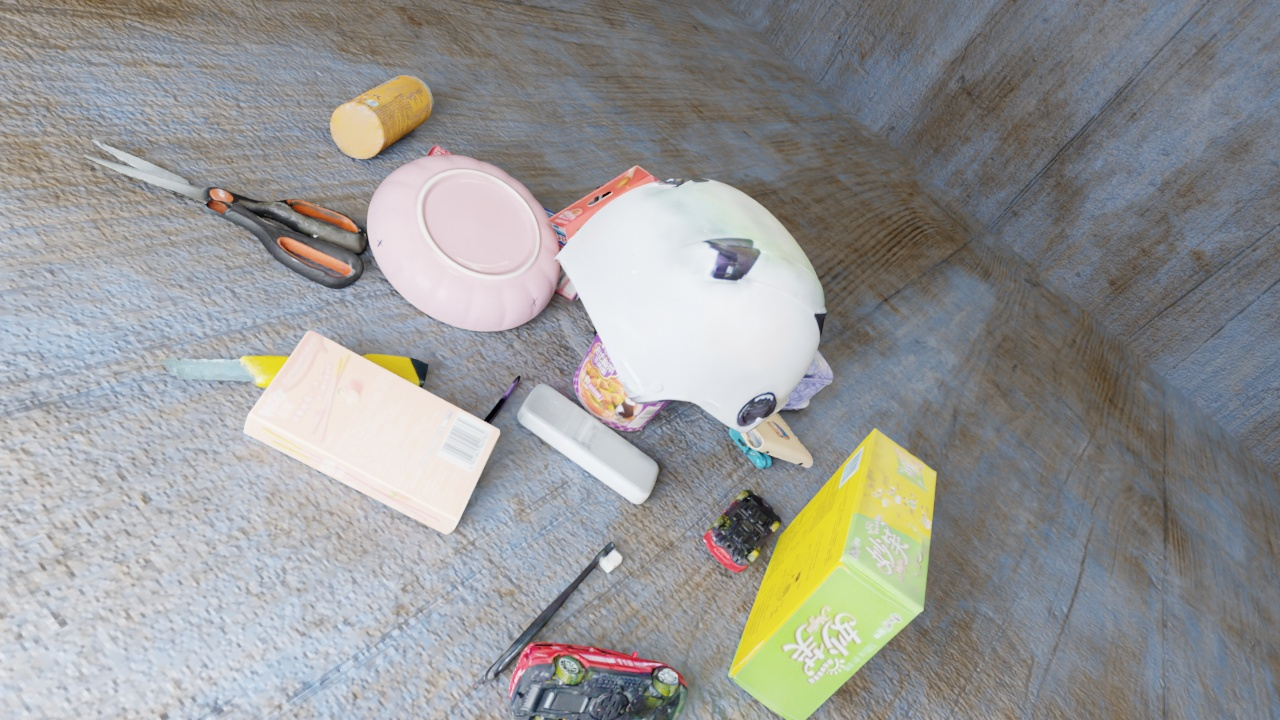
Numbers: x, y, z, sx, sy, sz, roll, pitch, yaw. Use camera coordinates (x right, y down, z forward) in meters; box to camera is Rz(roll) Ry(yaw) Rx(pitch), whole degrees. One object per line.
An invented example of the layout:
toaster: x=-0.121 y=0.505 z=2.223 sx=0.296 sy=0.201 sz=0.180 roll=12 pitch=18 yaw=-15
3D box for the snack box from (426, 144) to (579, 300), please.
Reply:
snack box: x=-0.141 y=-0.142 z=0.963 sx=0.207 sy=0.058 sz=0.057 roll=29 pitch=34 yaw=-16

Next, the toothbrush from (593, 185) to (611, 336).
toothbrush: x=-0.041 y=-0.111 z=1.015 sx=0.026 sy=0.027 sz=0.212 roll=28 pitch=46 yaw=-33

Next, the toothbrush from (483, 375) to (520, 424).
toothbrush: x=-0.131 y=0.056 z=0.743 sx=0.017 sy=0.014 sz=0.188 roll=24 pitch=30 yaw=1

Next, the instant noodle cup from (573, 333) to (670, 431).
instant noodle cup: x=-0.005 y=0.005 z=0.863 sx=0.111 sy=0.099 sz=0.111 roll=27 pitch=32 yaw=-19

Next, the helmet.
helmet: x=0.066 y=-0.069 z=0.794 sx=0.258 sy=0.146 sz=0.228 roll=13 pitch=38 yaw=-38

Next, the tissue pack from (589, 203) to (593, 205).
tissue pack: x=-0.009 y=-0.159 z=1.135 sx=0.095 sy=0.052 sz=0.156 roll=45 pitch=30 yaw=12

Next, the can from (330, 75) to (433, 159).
can: x=-0.275 y=-0.264 z=0.988 sx=0.058 sy=0.058 sz=0.145 roll=33 pitch=30 yaw=-8

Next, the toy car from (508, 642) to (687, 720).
toy car: x=-0.027 y=0.212 z=0.596 sx=0.120 sy=0.053 sz=0.045 roll=19 pitch=17 yaw=-23

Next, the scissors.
scissors: x=-0.334 y=-0.120 z=0.759 sx=0.233 sy=0.022 sz=0.162 roll=3 pitch=45 yaw=-46

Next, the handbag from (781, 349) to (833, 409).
handbag: x=0.138 y=-0.033 z=1.097 sx=0.134 sy=0.076 sz=0.193 roll=5 pitch=42 yaw=-43

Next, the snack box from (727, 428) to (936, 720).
snack box: x=0.163 y=0.171 z=0.755 sx=0.070 sy=0.158 sz=0.209 roll=35 pitch=29 yaw=3

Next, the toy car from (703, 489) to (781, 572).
toy car: x=0.093 y=0.153 z=0.831 sx=0.049 sy=0.031 sz=0.106 roll=44 pitch=31 yaw=8

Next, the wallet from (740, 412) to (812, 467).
wallet: x=0.133 y=0.071 z=0.978 sx=0.115 sy=0.024 sz=0.087 roll=21 pitch=27 yaw=-50

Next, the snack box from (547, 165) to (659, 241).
snack box: x=-0.008 y=-0.131 z=0.921 sx=0.127 sy=0.113 sz=0.044 roll=17 pitch=52 yaw=-55

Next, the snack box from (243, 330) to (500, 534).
snack box: x=-0.186 y=0.050 z=0.650 sx=0.157 sy=0.026 sz=0.084 roll=29 pitch=48 yaw=-10

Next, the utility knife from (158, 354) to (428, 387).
utility knife: x=-0.247 y=0.008 z=0.681 sx=0.206 sy=0.015 sz=0.033 roll=3 pitch=46 yaw=-45

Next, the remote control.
remote control: x=-0.045 y=0.073 z=0.805 sx=0.136 sy=0.020 sz=0.055 roll=35 pitch=31 yaw=-5

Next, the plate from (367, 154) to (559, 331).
plate: x=-0.158 y=-0.120 z=0.867 sx=0.192 sy=0.039 sz=0.192 roll=15 pitch=57 yaw=-25

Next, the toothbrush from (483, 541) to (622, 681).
toothbrush: x=-0.058 y=0.176 z=0.653 sx=0.018 sy=0.016 sz=0.180 roll=51 pitch=30 yaw=4

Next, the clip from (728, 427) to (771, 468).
clip: x=0.116 y=0.091 z=0.963 sx=0.040 sy=0.014 sz=0.056 roll=0 pitch=45 yaw=-48
